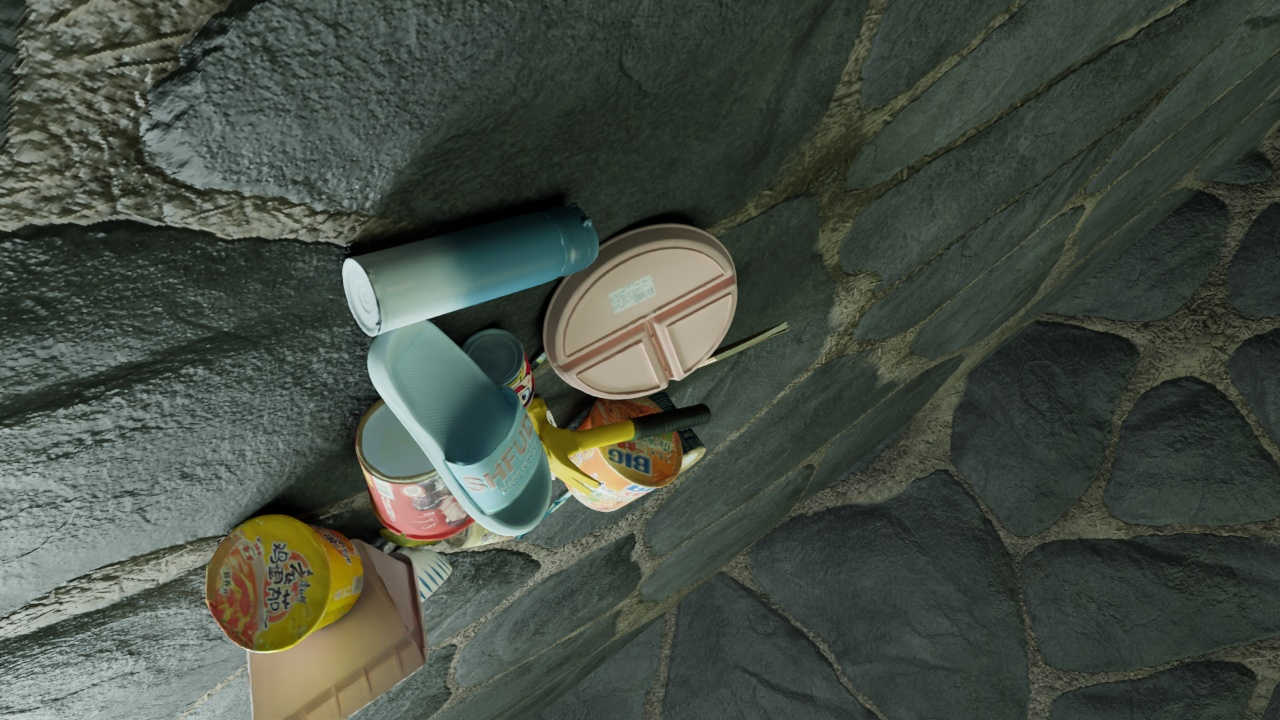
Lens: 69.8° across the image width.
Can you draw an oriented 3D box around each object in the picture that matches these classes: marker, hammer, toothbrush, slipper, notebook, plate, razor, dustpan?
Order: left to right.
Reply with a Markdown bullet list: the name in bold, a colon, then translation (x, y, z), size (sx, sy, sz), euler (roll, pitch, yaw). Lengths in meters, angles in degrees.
- **dustpan**: translation (-0.345, 0.334, 1.087), size (0.222, 0.273, 0.139), euler (-32, 141, -1)
- **razor**: translation (-0.302, 0.234, 1.224), size (0.043, 0.028, 0.132), euler (-37, 157, 11)
- **slipper**: translation (-0.151, 0.058, 0.846), size (0.074, 0.245, 0.103), euler (-6, -141, 42)
- **marker**: translation (-0.090, -0.028, 1.015), size (0.124, 0.015, 0.018), euler (-45, 157, 29)
- **toothbrush**: translation (-0.130, 0.222, 1.475), size (0.192, 0.018, 0.016), euler (-42, 158, 8)
- **hammer**: translation (-0.015, 0.091, 1.195), size (0.300, 0.128, 0.033), euler (-9, 156, -45)
- **plate**: translation (0.006, -0.044, 0.996), size (0.229, 0.028, 0.230), euler (-15, 134, -16)
- **notebook**: translation (0.070, 0.004, 1.185), size (0.149, 0.012, 0.212), euler (-23, -179, -43)

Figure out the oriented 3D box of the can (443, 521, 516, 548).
- **can**: translation (-0.221, 0.228, 1.285), size (0.059, 0.058, 0.116), euler (-45, 157, 21)

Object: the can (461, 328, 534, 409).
- **can**: translation (-0.146, 0.016, 0.946), size (0.066, 0.066, 0.094), euler (-31, 159, -12)

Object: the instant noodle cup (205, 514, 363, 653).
- **instant noodle cup**: translation (-0.371, 0.234, 0.985), size (0.138, 0.138, 0.110), euler (-36, 168, 1)

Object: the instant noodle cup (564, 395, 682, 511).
- **instant noodle cup**: translation (-0.034, 0.130, 1.262), size (0.151, 0.151, 0.112), euler (-12, 156, -47)

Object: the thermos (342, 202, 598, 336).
- **thermos**: translation (-0.133, -0.079, 0.769), size (0.219, 0.070, 0.070), euler (-21, 154, -34)

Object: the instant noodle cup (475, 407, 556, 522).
- **instant noodle cup**: translation (-0.172, 0.144, 1.186), size (0.173, 0.060, 0.138), euler (-34, 159, -10)

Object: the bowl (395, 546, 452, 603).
- **bowl**: translation (-0.320, 0.294, 1.238), size (0.116, 0.066, 0.116), euler (-35, -172, 5)

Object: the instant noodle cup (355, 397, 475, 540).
- **instant noodle cup**: translation (-0.220, 0.100, 0.931), size (0.137, 0.138, 0.109), euler (-30, 152, -16)

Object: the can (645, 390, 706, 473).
- **can**: translation (0.037, 0.109, 1.356), size (0.075, 0.111, 0.075), euler (-31, 158, -14)
